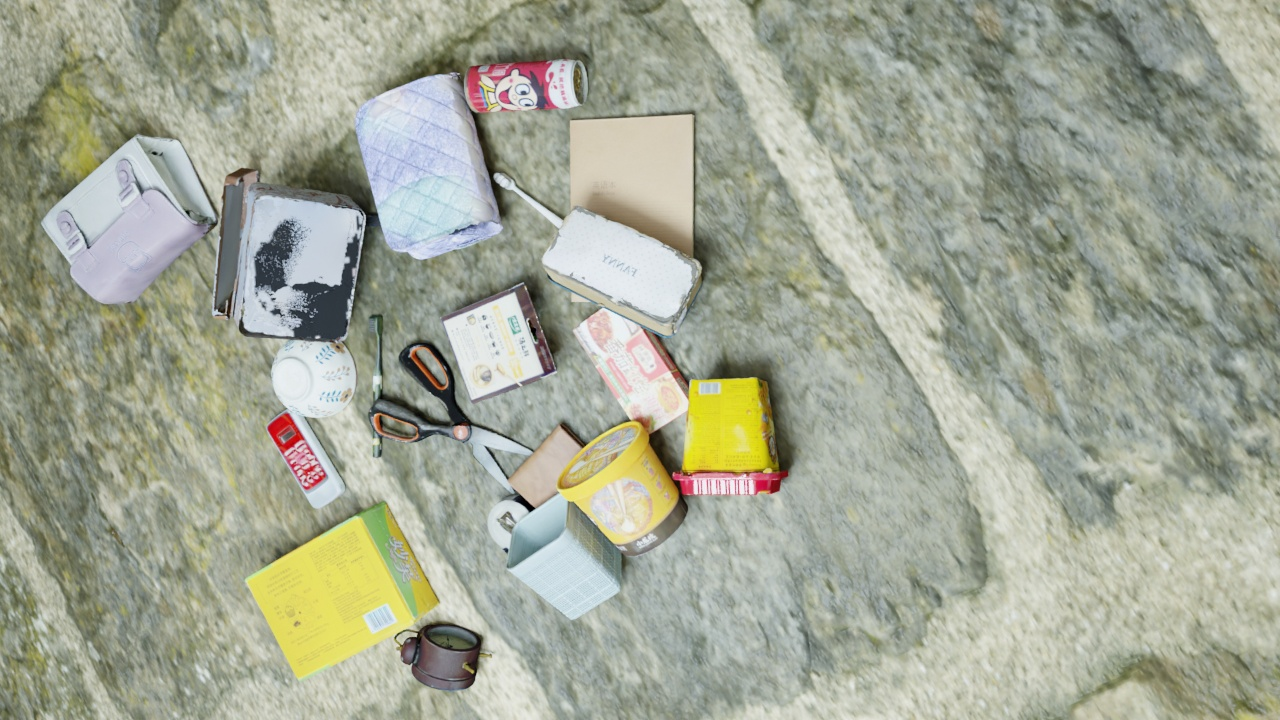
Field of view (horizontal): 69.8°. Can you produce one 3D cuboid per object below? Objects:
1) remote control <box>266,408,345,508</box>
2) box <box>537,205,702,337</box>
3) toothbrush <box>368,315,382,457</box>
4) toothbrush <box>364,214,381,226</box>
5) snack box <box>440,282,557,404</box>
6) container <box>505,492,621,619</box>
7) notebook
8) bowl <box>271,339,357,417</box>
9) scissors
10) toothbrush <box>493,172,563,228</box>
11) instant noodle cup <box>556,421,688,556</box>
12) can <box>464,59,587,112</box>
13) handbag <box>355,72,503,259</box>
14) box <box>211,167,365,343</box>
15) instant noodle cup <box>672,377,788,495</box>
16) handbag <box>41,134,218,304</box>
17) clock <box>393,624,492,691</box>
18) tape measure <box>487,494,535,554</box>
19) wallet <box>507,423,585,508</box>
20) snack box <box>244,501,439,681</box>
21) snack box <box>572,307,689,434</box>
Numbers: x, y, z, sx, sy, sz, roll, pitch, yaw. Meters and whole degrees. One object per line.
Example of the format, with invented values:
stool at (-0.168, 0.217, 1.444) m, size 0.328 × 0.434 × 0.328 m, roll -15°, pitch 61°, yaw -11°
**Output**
remote control at (-0.446, 0.130, 1.222) m, size 0.056 × 0.020 × 0.136 m, roll -33°, pitch 87°, yaw 18°
box at (-0.025, -0.101, 1.014) m, size 0.184 × 0.060 × 0.089 m, roll 28°, pitch 82°, yaw 14°
toothbrush at (-0.341, 0.034, 1.181) m, size 0.017 × 0.012 × 0.186 m, roll 6°, pitch 99°, yaw 22°
toothbrush at (-0.290, -0.173, 1.138) m, size 0.181 × 0.018 × 0.015 m, roll 4°, pitch 98°, yaw 19°
snack box at (-0.163, -0.021, 1.096) m, size 0.126 × 0.053 × 0.113 m, roll -20°, pitch 91°, yaw 18°
container at (-0.084, 0.231, 1.071) m, size 0.090 × 0.089 × 0.111 m, roll -35°, pitch 112°, yaw 17°
notebook at (-0.011, -0.170, 1.053) m, size 0.150 × 0.012 × 0.211 m, roll 2°, pitch 98°, yaw 18°
bowl at (-0.431, 0.021, 1.182) m, size 0.113 × 0.062 × 0.113 m, roll 3°, pitch 98°, yaw 18°
scissors at (-0.238, 0.070, 1.146) m, size 0.222 × 0.021 × 0.211 m, roll -2°, pitch 94°, yaw 12°
toothbrush at (-0.104, -0.167, 1.072) m, size 0.180 × 0.016 × 0.016 m, roll 39°, pitch 107°, yaw 13°
instant noodle cup at (-0.015, 0.148, 1.037) m, size 0.119 × 0.118 × 0.114 m, roll -32°, pitch 105°, yaw 18°
can at (-0.130, -0.313, 1.048) m, size 0.133 × 0.053 × 0.053 m, roll 2°, pitch 98°, yaw 17°
handbag at (-0.247, -0.224, 1.076) m, size 0.134 × 0.075 × 0.194 m, roll -17°, pitch 84°, yaw 15°
box at (-0.453, -0.135, 1.150) m, size 0.193 × 0.156 × 0.183 m, roll 39°, pitch 118°, yaw 55°
instant noodle cup at (0.099, 0.083, 1.005) m, size 0.116 × 0.116 × 0.123 m, roll -3°, pitch 84°, yaw 17°
handbag at (-0.674, -0.184, 1.217) m, size 0.197 × 0.098 × 0.145 m, roll -32°, pitch 92°, yaw 19°
clock at (-0.255, 0.370, 1.162) m, size 0.122 × 0.082 × 0.055 m, roll 17°, pitch 97°, yaw 13°
tape measure at (-0.155, 0.201, 1.133) m, size 0.066 × 0.033 × 0.066 m, roll 43°, pitch 105°, yaw 8°
wallet at (-0.089, 0.150, 1.110) m, size 0.115 × 0.020 × 0.101 m, roll 43°, pitch 104°, yaw 3°
snack box at (-0.391, 0.302, 1.201) m, size 0.210 × 0.070 × 0.157 m, roll -30°, pitch 88°, yaw 19°
snack box at (-0.006, 0.006, 1.060) m, size 0.075 × 0.025 × 0.153 m, roll -33°, pitch 89°, yaw 23°
